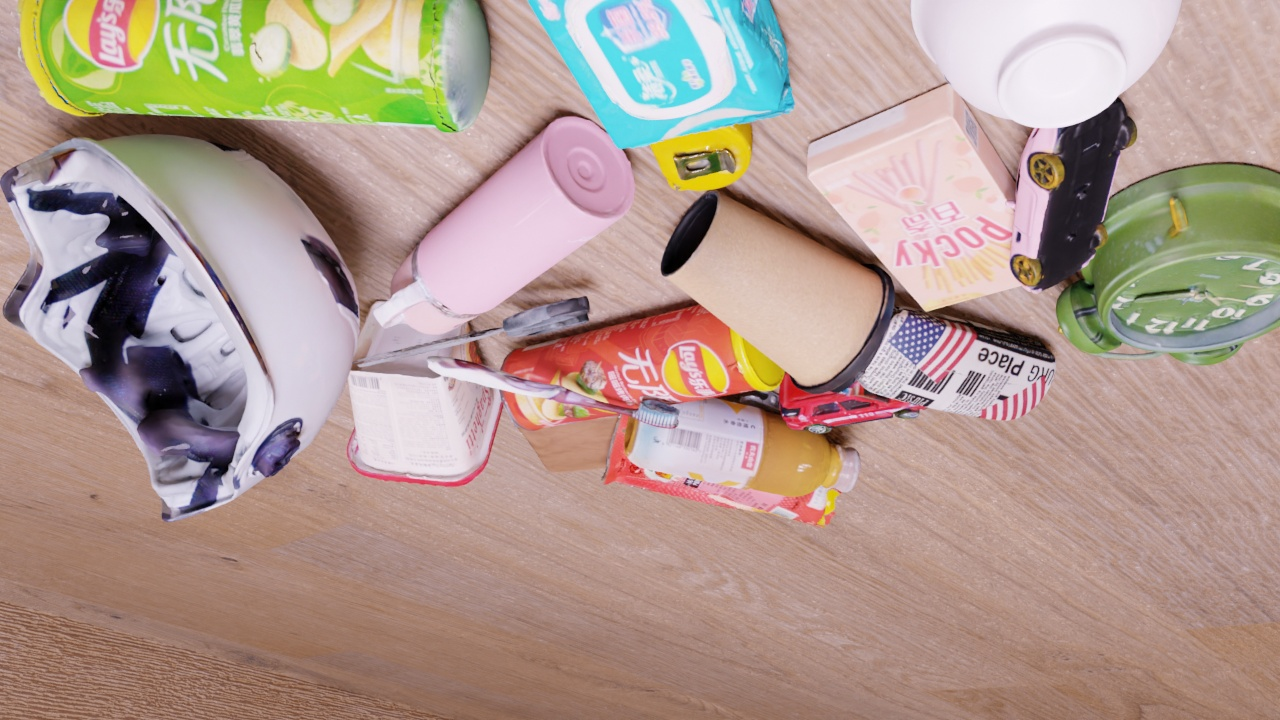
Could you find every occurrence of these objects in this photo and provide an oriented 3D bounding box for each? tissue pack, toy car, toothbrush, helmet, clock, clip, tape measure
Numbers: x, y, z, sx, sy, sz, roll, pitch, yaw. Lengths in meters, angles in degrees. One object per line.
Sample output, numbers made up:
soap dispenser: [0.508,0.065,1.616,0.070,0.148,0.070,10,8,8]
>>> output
tissue pack: [0.010,-0.157,0.429,0.093,0.050,0.133,-9,146,25]
toy car: [0.225,-0.089,0.492,0.056,0.037,0.122,-26,139,-9]
toothbrush: [-0.063,0.020,0.657,0.187,0.016,0.017,14,135,3]
helmet: [-0.268,-0.035,0.584,0.229,0.145,0.259,47,132,4]
clock: [0.317,-0.045,0.541,0.116,0.056,0.161,8,150,3]
clip: [0.108,0.037,0.767,0.058,0.038,0.026,30,150,-28]
toy car: [0.161,0.022,0.694,0.121,0.052,0.045,-13,149,28]
tape measure: [0.033,-0.118,0.511,0.057,0.028,0.060,-5,148,19]

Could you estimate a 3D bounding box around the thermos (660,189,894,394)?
thermos: [0.087,-0.043,0.575,0.143,0.092,0.093,29,145,-19]

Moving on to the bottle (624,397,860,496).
bottle: [0.083,0.070,0.746,0.189,0.067,0.068,13,150,-7]

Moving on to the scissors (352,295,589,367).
scissors: [-0.113,-0.020,0.649,0.163,0.014,0.164,-17,175,43]

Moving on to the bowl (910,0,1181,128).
bowl: [0.180,-0.142,0.400,0.118,0.064,0.118,6,150,3]

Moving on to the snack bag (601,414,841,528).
snack bag: [0.075,0.093,0.826,0.208,0.073,0.129,15,135,-4]

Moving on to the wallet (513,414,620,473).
wallet: [-0.052,0.076,0.874,0.115,0.020,0.101,-3,147,13]

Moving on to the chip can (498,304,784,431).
chip can: [-0.004,0.004,0.687,0.217,0.073,0.073,-11,145,31]

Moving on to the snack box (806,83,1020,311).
snack box: [0.173,-0.086,0.534,0.085,0.026,0.157,-17,141,36]

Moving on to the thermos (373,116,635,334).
thermos: [-0.096,-0.071,0.570,0.199,0.087,0.067,-26,96,43]

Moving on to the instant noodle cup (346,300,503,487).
instant noodle cup: [-0.176,0.025,0.734,0.117,0.116,0.124,6,139,3]

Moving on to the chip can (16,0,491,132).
chip can: [-0.187,-0.155,0.459,0.221,0.072,0.073,5,150,6]

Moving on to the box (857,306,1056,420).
box: [0.218,0.002,0.636,0.164,0.068,0.051,13,-171,-25]
